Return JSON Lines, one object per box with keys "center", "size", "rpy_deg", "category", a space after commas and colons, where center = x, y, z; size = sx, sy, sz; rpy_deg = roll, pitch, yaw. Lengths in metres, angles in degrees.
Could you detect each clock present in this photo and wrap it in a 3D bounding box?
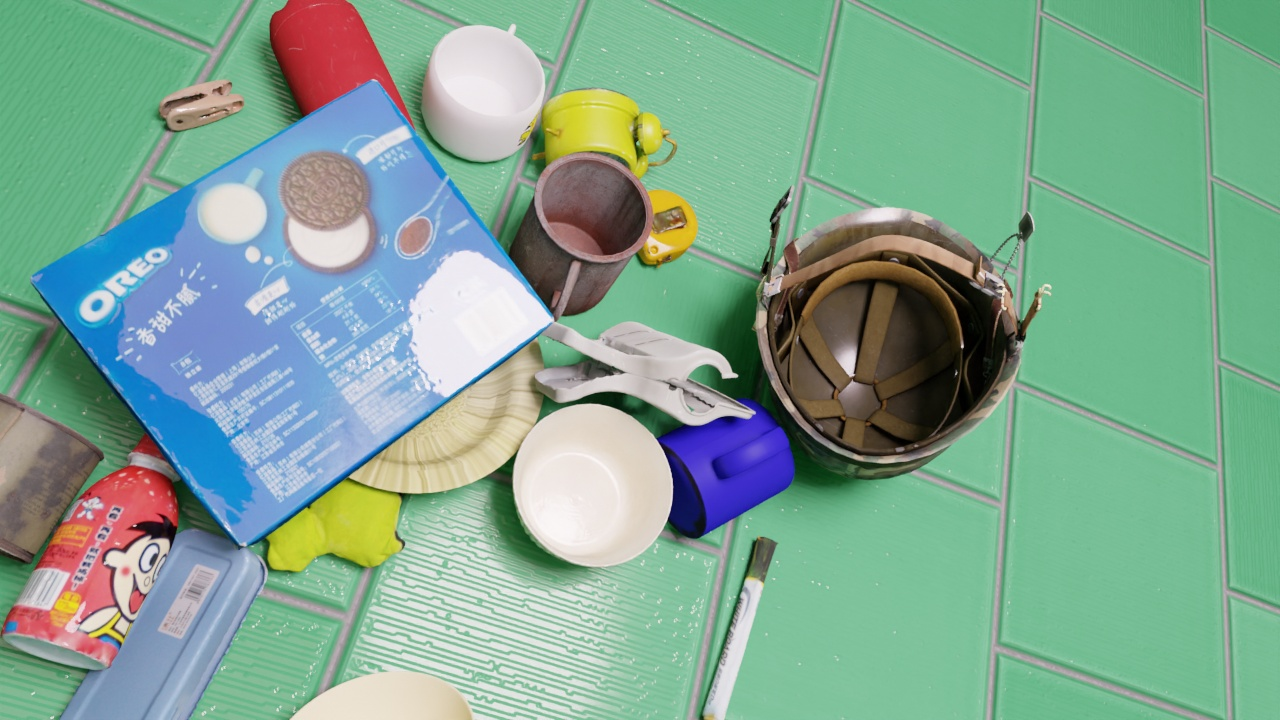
{"center": [-0.028, -0.183, 0.764], "size": [0.119, 0.083, 0.057], "rpy_deg": [2, 74, -16], "category": "clock"}

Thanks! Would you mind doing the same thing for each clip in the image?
{"center": [-0.328, -0.190, 0.691], "size": [0.049, 0.026, 0.061], "rpy_deg": [26, 56, -14], "category": "clip"}
{"center": [-0.001, -0.001, 0.666], "size": [0.150, 0.125, 0.089], "rpy_deg": [17, 92, -29], "category": "clip"}

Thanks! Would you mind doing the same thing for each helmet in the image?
{"center": [0.183, -0.026, 0.692], "size": [0.193, 0.236, 0.224], "rpy_deg": [13, 74, 11], "category": "helmet"}

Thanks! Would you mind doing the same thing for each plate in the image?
{"center": [-0.163, 0.011, 0.660], "size": [0.184, 0.036, 0.184], "rpy_deg": [9, 63, -17], "category": "plate"}

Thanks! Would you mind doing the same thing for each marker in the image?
{"center": [0.075, 0.200, 0.687], "size": [0.017, 0.017, 0.146], "rpy_deg": [27, 63, -9], "category": "marker"}

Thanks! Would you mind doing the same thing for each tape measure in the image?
{"center": [0.020, -0.115, 0.784], "size": [0.058, 0.030, 0.068], "rpy_deg": [-18, 77, -23], "category": "tape measure"}

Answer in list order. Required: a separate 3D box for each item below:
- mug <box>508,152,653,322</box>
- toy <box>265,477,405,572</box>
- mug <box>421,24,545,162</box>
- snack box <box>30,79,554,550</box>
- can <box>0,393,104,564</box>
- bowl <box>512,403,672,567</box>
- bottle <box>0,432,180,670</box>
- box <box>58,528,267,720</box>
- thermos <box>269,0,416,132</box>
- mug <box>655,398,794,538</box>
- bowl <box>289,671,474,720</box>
{"center": [-0.053, -0.080, 0.701], "size": [0.096, 0.110, 0.122], "rpy_deg": [20, 64, -7], "category": "mug"}
{"center": [-0.207, 0.105, 0.611], "size": [0.093, 0.036, 0.094], "rpy_deg": [-36, 78, -23], "category": "toy"}
{"center": [-0.126, -0.224, 0.751], "size": [0.094, 0.068, 0.115], "rpy_deg": [23, 63, -10], "category": "mug"}
{"center": [-0.206, -0.032, 0.577], "size": [0.238, 0.056, 0.195], "rpy_deg": [-38, 95, -18], "category": "snack box"}
{"center": [-0.376, 0.065, 0.532], "size": [0.090, 0.090, 0.074], "rpy_deg": [27, 63, -9], "category": "can"}
{"center": [-0.041, 0.095, 0.660], "size": [0.115, 0.063, 0.115], "rpy_deg": [7, 67, -18], "category": "bowl"}
{"center": [-0.312, 0.107, 0.545], "size": [0.062, 0.062, 0.137], "rpy_deg": [21, 56, -12], "category": "bottle"}
{"center": [-0.300, 0.205, 0.548], "size": [0.067, 0.052, 0.209], "rpy_deg": [16, 61, 10], "category": "box"}
{"center": [-0.204, -0.165, 0.684], "size": [0.073, 0.073, 0.239], "rpy_deg": [-20, 71, -26], "category": "thermos"}
{"center": [0.064, 0.076, 0.678], "size": [0.083, 0.111, 0.079], "rpy_deg": [-24, 84, -27], "category": "mug"}
{"center": [-0.153, 0.254, 0.544], "size": [0.117, 0.118, 0.074], "rpy_deg": [-14, 117, -25], "category": "bowl"}
